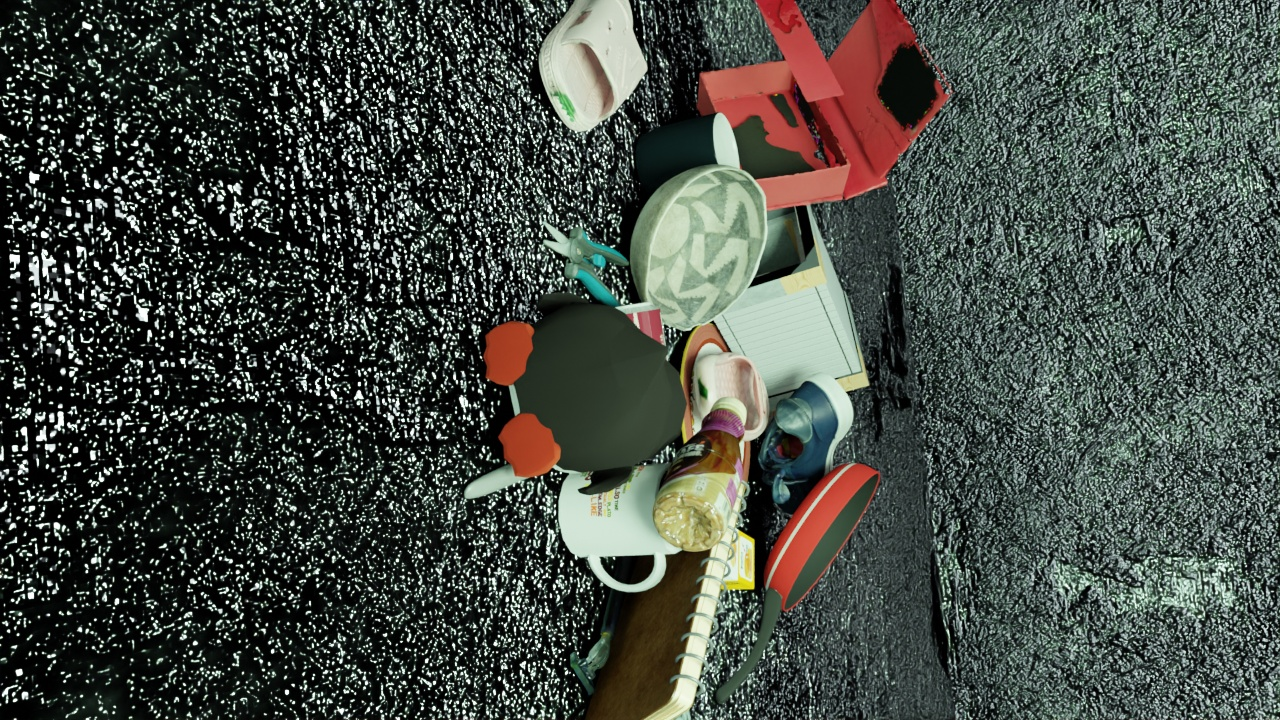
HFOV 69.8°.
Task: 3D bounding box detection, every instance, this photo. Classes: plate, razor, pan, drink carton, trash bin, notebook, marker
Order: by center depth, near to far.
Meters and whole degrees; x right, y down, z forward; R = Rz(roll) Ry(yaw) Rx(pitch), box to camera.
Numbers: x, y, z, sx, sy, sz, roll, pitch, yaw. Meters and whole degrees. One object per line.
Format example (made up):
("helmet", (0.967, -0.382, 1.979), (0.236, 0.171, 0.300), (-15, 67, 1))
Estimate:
("marker", (-0.094, 0.088, 0.705), (0.138, 0.016, 0.022), (-16, 121, -65))
("notebook", (0.021, 0.212, 0.765), (0.024, 0.168, 0.224), (33, 41, -9))
("razor", (-0.026, 0.219, 0.806), (0.143, 0.022, 0.043), (-68, 144, -48))
("drink carton", (0.091, 0.221, 1.042), (0.122, 0.040, 0.058), (41, 47, -56))
("plate", (0.085, 0.070, 1.096), (0.229, 0.021, 0.230), (-7, 90, -66))
("pan", (0.183, 0.264, 1.121), (0.355, 0.067, 0.209), (-42, 153, -29))
("trash bin", (0.181, -0.072, 1.172), (0.247, 0.143, 0.142), (54, 25, -47))

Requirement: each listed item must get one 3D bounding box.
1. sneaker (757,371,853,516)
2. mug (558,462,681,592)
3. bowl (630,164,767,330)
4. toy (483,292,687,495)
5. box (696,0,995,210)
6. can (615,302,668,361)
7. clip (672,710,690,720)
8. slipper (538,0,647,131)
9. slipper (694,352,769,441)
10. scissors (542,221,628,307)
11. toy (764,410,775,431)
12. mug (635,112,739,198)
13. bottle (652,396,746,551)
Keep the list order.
("sneaker", (0.186, 0.138, 1.186), (0.120, 0.127, 0.295), (53, -19, 28))
("mug", (-0.012, 0.142, 0.777), (0.073, 0.090, 0.105), (26, 60, -62))
("bowl", (0.048, -0.128, 0.968), (0.178, 0.081, 0.179), (-26, 133, -33))
("toy", (-0.015, 0.026, 0.739), (0.184, 0.140, 0.159), (22, 51, -67))
("box", (0.236, -0.304, 1.100), (0.121, 0.319, 0.210), (51, 20, -52))
("can", (-0.005, 0.005, 0.864), (0.063, 0.063, 0.114), (-16, 98, -66))
("clip", (0.024, 0.302, 0.835), (0.158, 0.030, 0.174), (-45, 131, -76))
("slipper", (-0.032, -0.308, 0.896), (0.238, 0.064, 0.094), (-75, 148, -43))
("slipper", (0.112, 0.038, 1.066), (0.221, 0.056, 0.106), (15, 68, -66))
("scissors", (-0.047, -0.091, 0.853), (0.148, 0.019, 0.123), (-43, 127, -55))
("toy", (0.241, 0.083, 1.370), (0.172, 0.093, 0.164), (-59, 134, -36))
("mug", (0.058, -0.226, 1.032), (0.121, 0.095, 0.085), (-35, 115, -63))
("bottle", (0.058, 0.085, 0.762), (0.165, 0.060, 0.060), (-60, 136, -56))
